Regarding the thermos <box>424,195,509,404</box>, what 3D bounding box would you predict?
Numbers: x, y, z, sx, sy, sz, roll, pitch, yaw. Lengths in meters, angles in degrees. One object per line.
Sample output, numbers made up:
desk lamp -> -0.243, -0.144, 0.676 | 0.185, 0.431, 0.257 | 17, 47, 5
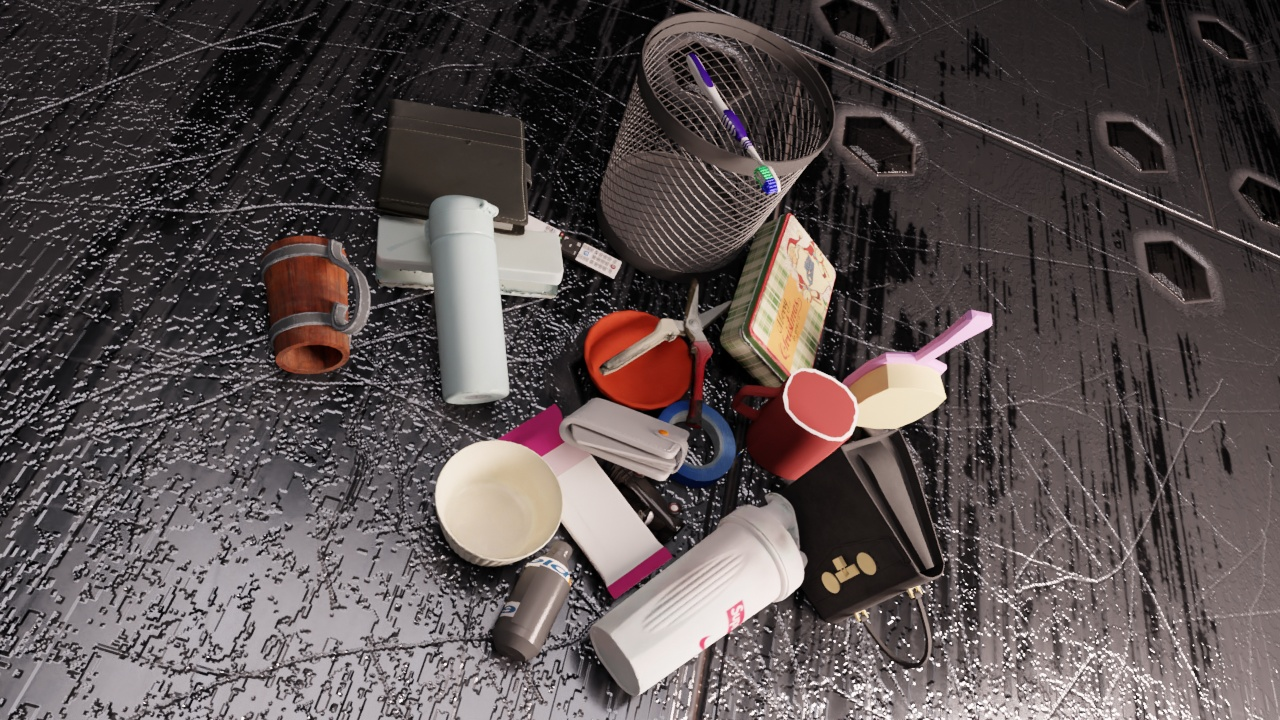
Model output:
thermos -> -0.173, -0.063, 0.914 | 0.065, 0.078, 0.206 | 16, 65, -65

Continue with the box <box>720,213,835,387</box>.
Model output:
box -> 0.166, -0.065, 1.066 | 0.117, 0.050, 0.205 | 44, 49, -24

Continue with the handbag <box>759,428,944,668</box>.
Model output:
handbag -> 0.215, 0.195, 0.869 | 0.072, 0.176, 0.195 | -12, 67, -28

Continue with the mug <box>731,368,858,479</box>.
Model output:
mug -> 0.157, 0.061, 0.977 | 0.116, 0.097, 0.080 | 29, 53, -2

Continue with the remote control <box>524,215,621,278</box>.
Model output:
remote control -> -0.083, -0.130, 1.060 | 0.124, 0.012, 0.028 | 26, 53, -3

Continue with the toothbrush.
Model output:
toothbrush -> 0.088, -0.236, 0.905 | 0.016, 0.015, 0.186 | -18, 66, -24

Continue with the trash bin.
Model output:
trash bin -> 0.070, -0.230, 1.048 | 0.217, 0.228, 0.217 | 10, 56, -15

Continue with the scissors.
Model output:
scissors -> 0.036, -0.012, 0.983 | 0.179, 0.015, 0.198 | -1, 59, -22

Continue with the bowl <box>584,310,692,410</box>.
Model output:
bowl -> -0.006, 0.006, 0.988 | 0.122, 0.035, 0.121 | 10, 56, -15

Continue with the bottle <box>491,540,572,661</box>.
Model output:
bottle -> -0.091, 0.211, 0.817 | 0.047, 0.047, 0.112 | 29, 53, -2

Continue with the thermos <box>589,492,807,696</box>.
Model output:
thermos -> 0.060, 0.217, 0.852 | 0.219, 0.100, 0.099 | -29, 73, -27

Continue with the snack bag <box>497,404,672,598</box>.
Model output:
snack bag -> -0.055, 0.132, 0.888 | 0.070, 0.016, 0.196 | -33, 69, -19

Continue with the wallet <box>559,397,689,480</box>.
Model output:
wallet -> -0.016, 0.078, 0.890 | 0.118, 0.037, 0.115 | 21, 15, 11

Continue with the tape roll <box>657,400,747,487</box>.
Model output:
tape roll -> 0.056, 0.088, 0.971 | 0.093, 0.016, 0.091 | 45, 55, 10

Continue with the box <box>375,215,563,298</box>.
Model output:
box -> -0.184, -0.115, 0.991 | 0.198, 0.067, 0.083 | 2, 78, -18

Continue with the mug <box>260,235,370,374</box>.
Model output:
mug -> -0.304, -0.058, 0.871 | 0.081, 0.118, 0.111 | 23, 47, -53

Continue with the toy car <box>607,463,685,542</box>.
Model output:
toy car -> 0.002, 0.139, 0.903 | 0.037, 0.040, 0.092 | -36, 76, -33

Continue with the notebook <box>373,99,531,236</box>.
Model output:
notebook -> -0.207, -0.223, 1.039 | 0.169, 0.030, 0.208 | 8, 47, -16

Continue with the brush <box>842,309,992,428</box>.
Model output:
brush -> 0.295, 0.015, 0.980 | 0.089, 0.229, 0.043 | 10, 64, -15

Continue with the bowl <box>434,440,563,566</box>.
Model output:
bowl -> -0.134, 0.138, 0.838 | 0.115, 0.063, 0.115 | 10, 56, -15
